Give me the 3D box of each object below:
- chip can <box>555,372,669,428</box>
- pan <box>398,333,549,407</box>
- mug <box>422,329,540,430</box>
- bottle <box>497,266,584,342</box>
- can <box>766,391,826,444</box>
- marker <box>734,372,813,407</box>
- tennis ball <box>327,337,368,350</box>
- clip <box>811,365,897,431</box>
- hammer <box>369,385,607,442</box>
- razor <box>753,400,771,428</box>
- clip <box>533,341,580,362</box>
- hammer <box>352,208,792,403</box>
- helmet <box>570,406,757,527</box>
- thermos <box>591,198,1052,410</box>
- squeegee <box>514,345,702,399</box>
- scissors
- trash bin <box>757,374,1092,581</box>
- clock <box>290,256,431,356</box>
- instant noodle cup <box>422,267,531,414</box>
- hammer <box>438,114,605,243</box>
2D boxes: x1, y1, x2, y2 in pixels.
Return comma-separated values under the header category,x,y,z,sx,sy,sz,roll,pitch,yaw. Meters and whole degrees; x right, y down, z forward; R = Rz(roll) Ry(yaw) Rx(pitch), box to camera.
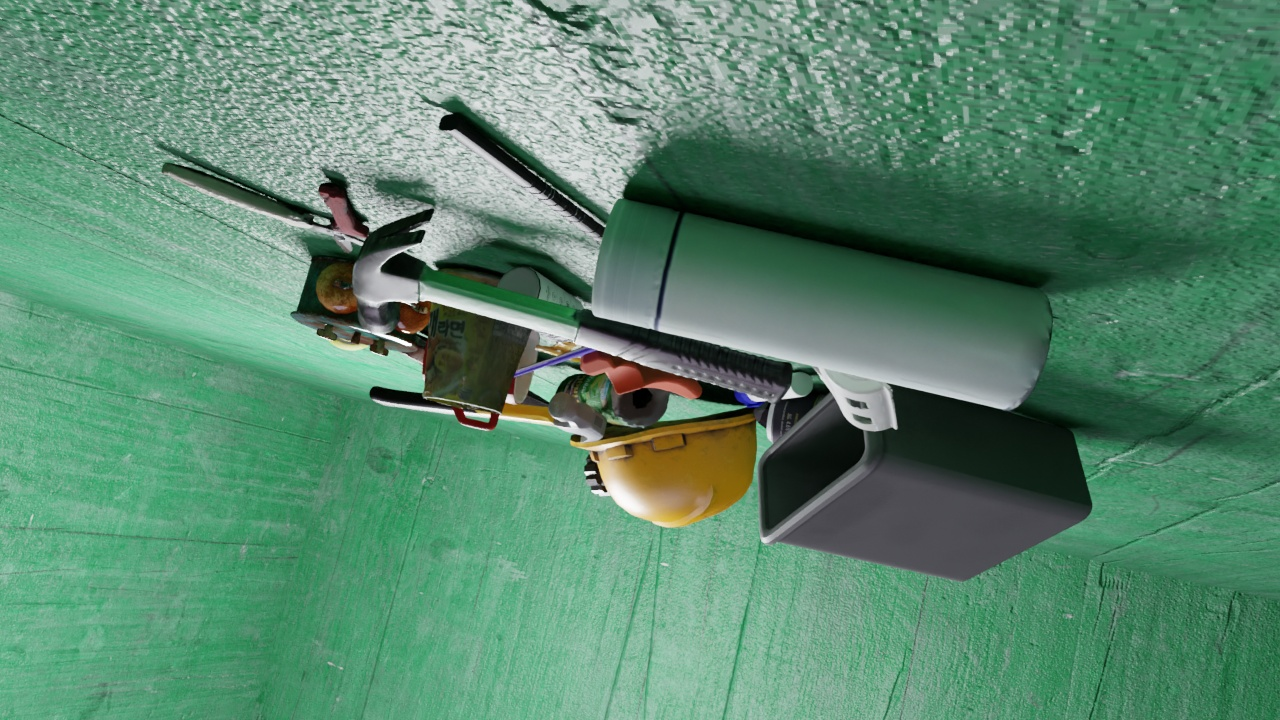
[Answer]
category,x,y,z,sx,sy,sz,roll,pitch,yaw
chip can,-0.038,0.046,1.104,0.075,0.075,0.224,17,171,-19
pan,-0.221,0.015,1.113,0.208,0.040,0.357,28,179,12
mug,-0.166,0.010,0.942,0.096,0.116,0.080,12,176,6
bottle,-0.072,-0.039,0.744,0.041,0.041,0.116,9,170,25
can,0.196,0.068,0.929,0.127,0.064,0.064,9,170,24
marker,0.130,0.029,0.908,0.027,0.023,0.133,57,163,-5
tennis ball,-0.309,-0.043,0.983,0.065,0.065,0.065,13,171,2
clip,0.134,0.004,0.602,0.151,0.110,0.126,0,165,17
hammer,-0.183,0.056,1.067,0.324,0.029,0.127,4,163,30
razor,0.202,0.080,1.042,0.156,0.057,0.060,16,-157,-18
clip,-0.077,-0.022,0.930,0.054,0.048,0.046,18,-148,-22
hammer,-0.046,-0.026,0.656,0.318,0.032,0.130,16,147,-5
helmet,0.040,0.136,1.122,0.204,0.131,0.256,-8,178,-45
thermos,0.090,-0.030,0.486,0.230,0.068,0.068,12,171,3
squeegee,-0.005,0.005,0.874,0.250,0.055,0.184,-17,152,39
scissors,-0.251,-0.108,0.673,0.179,0.015,0.199,15,172,-16
trash bin,0.247,0.112,0.829,0.219,0.097,0.192,15,143,-17
clock,-0.261,-0.048,0.869,0.121,0.073,0.158,18,169,-27
instant noodle cup,-0.141,-0.014,0.782,0.102,0.108,0.102,11,171,2
hammer,-0.018,-0.070,0.572,0.095,0.015,0.324,9,169,32
